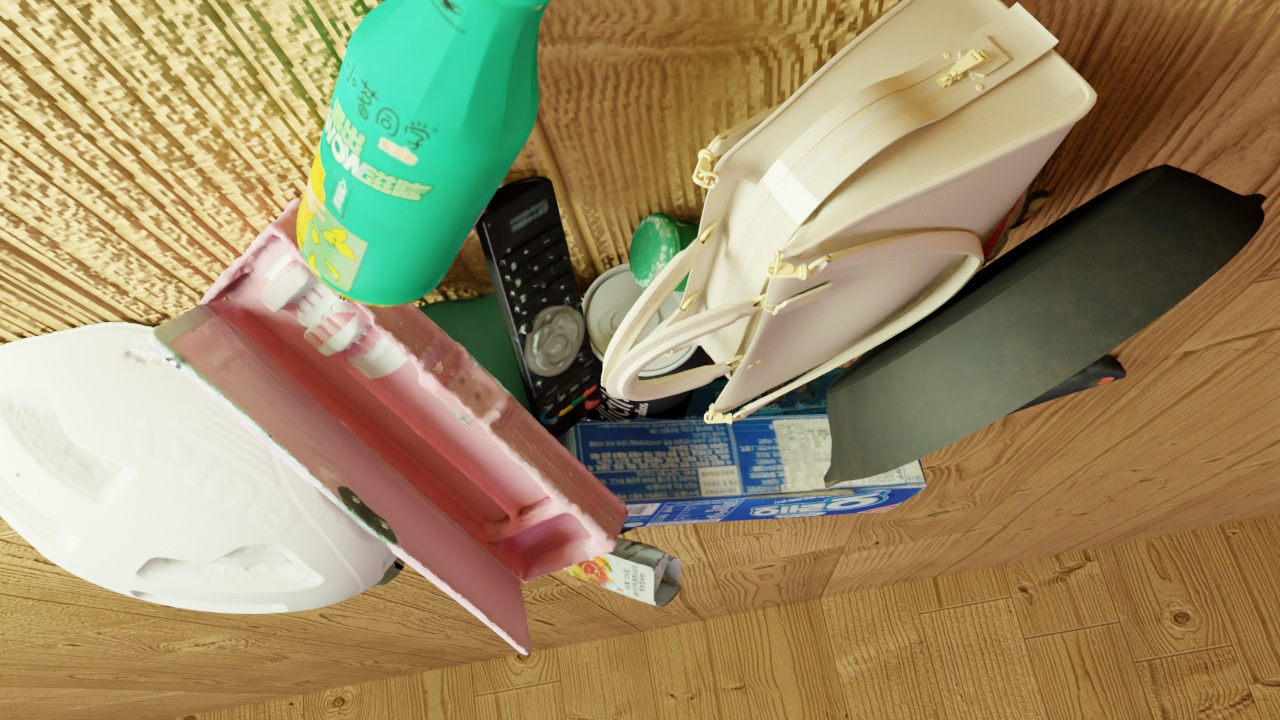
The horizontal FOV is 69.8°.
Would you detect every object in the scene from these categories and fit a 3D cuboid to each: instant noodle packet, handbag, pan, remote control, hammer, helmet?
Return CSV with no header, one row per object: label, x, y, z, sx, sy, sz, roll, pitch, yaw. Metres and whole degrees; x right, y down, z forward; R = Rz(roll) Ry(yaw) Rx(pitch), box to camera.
instant noodle packet,-0.095,0.195,0.949,0.269,0.057,0.147,9,161,22
handbag,0.065,-0.041,0.400,0.197,0.101,0.195,-33,164,-16
pan,0.197,-0.026,0.528,0.249,0.043,0.355,-36,176,11
remote control,-0.051,-0.022,0.468,0.045,0.021,0.141,-37,133,-31
hammer,0.326,0.066,0.952,0.334,0.033,0.133,-27,151,35
helmet,-0.274,0.061,0.584,0.282,0.183,0.225,19,145,-15

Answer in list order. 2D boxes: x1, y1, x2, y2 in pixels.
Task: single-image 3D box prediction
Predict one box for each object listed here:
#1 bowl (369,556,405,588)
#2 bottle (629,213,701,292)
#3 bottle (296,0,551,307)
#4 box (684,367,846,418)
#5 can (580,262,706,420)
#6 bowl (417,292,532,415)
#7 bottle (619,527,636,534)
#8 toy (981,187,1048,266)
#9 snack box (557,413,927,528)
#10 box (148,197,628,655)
bowl,-0.263,0.113,0.744,0.174,0.068,0.174,20,-171,-4
bottle,0.049,-0.054,0.510,0.109,0.042,0.043,4,155,-33
bottle,-0.071,-0.093,0.325,0.068,0.068,0.210,2,155,-29
box,0.057,0.045,0.687,0.243,0.064,0.174,-6,-165,-9
can,-0.003,0.003,0.578,0.080,0.080,0.146,-7,158,-7
bowl,-0.082,-0.005,0.536,0.046,0.121,0.121,-51,156,-6
bottle,-0.034,0.150,0.956,0.060,0.060,0.108,-16,157,15
toy,0.191,-0.079,0.510,0.066,0.050,0.102,-31,156,33
snack box,0.061,0.068,0.571,0.226,0.059,0.059,-1,153,-16
box,-0.124,0.047,0.450,0.100,0.098,0.232,-29,113,39
